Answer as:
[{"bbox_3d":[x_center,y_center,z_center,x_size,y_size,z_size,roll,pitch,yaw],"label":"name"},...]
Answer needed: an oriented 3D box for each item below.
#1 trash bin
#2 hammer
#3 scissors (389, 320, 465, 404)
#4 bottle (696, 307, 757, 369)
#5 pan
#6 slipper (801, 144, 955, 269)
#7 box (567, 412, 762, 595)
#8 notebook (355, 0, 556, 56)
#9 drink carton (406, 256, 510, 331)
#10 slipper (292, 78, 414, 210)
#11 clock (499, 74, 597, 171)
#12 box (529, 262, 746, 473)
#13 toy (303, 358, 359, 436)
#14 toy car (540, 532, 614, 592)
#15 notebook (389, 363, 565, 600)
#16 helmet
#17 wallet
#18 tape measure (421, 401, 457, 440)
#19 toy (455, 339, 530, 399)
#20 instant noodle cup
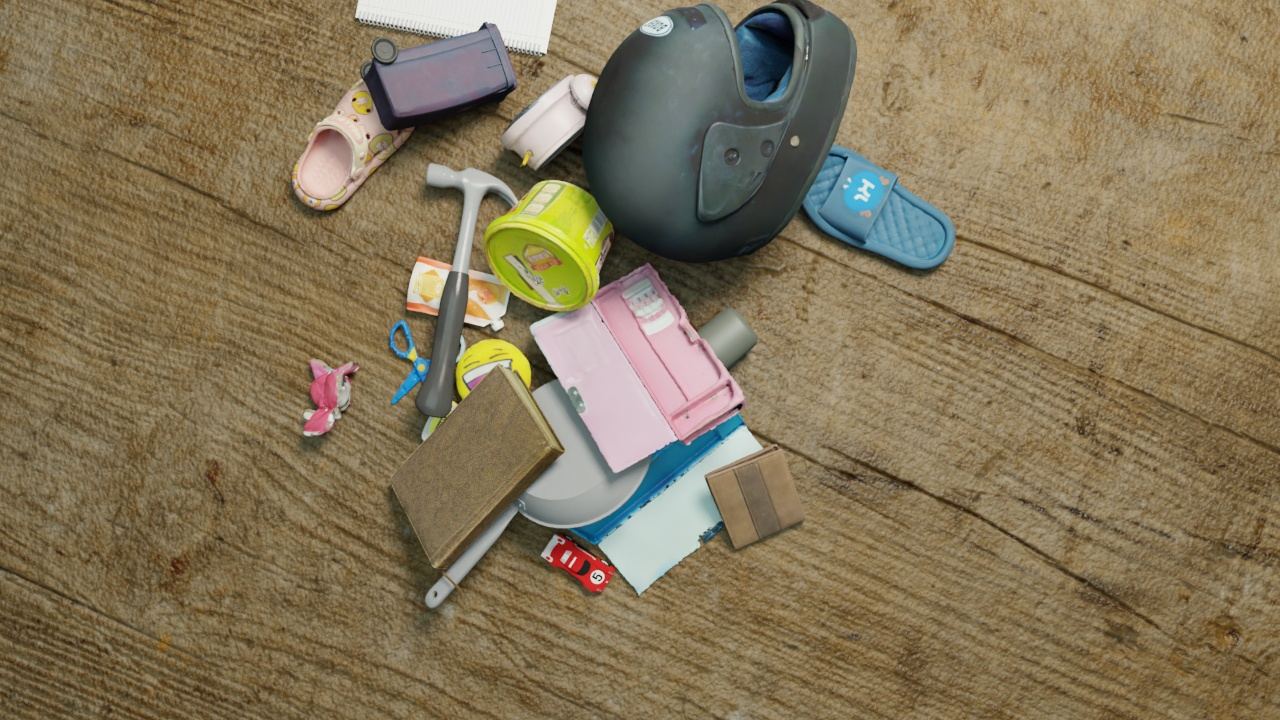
[{"bbox_3d":[-0.237,-0.340,1.092,0.160,0.094,0.092,-24,99,-23],"label":"trash bin"},{"bbox_3d":[-0.222,-0.084,1.121,0.125,0.029,0.310,10,82,-10],"label":"hammer"},{"bbox_3d":[-0.269,0.005,1.161,0.127,0.015,0.125,-18,95,5],"label":"scissors"},{"bbox_3d":[0.087,-0.011,1.125,0.108,0.060,0.060,-41,89,1],"label":"bottle"},{"bbox_3d":[-0.137,0.156,1.091,0.356,0.051,0.201,-45,58,-6],"label":"pan"},{"bbox_3d":[0.286,-0.183,1.120,0.214,0.059,0.104,32,93,0],"label":"slipper"},{"bbox_3d":[0.036,0.154,1.135,0.243,0.071,0.170,-39,121,1],"label":"box"},{"bbox_3d":[-0.223,-0.492,1.156,0.245,0.013,0.178,11,89,2],"label":"notebook"},{"bbox_3d":[-0.225,-0.082,1.150,0.122,0.039,0.069,13,90,-4],"label":"drink carton"},{"bbox_3d":[-0.362,-0.274,1.128,0.093,0.081,0.197,42,93,2],"label":"slipper"},{"bbox_3d":[-0.094,-0.294,1.104,0.158,0.117,0.059,-40,100,1],"label":"clock"},{"bbox_3d":[-0.006,0.007,1.084,0.179,0.039,0.232,-28,60,-5],"label":"box"},{"bbox_3d":[-0.388,0.049,1.148,0.065,0.050,0.102,2,71,22],"label":"toy"},{"bbox_3d":[-0.078,0.254,1.148,0.089,0.025,0.038,34,91,1],"label":"toy car"},{"bbox_3d":[-0.188,0.140,1.077,0.216,0.034,0.190,-44,56,12],"label":"notebook"},{"bbox_3d":[0.067,-0.267,1.010,0.235,0.249,0.317,17,111,-27],"label":"helmet"},{"bbox_3d":[0.141,0.167,1.120,0.099,0.027,0.121,-23,119,2],"label":"wallet"},{"bbox_3d":[-0.236,0.087,1.153,0.065,0.016,0.064,31,99,0],"label":"tape measure"},{"bbox_3d":[-0.184,0.020,1.143,0.095,0.041,0.094,-18,94,4],"label":"toy"},{"bbox_3d":[-0.103,-0.139,1.087,0.146,0.146,0.097,26,57,1],"label":"instant noodle cup"}]
